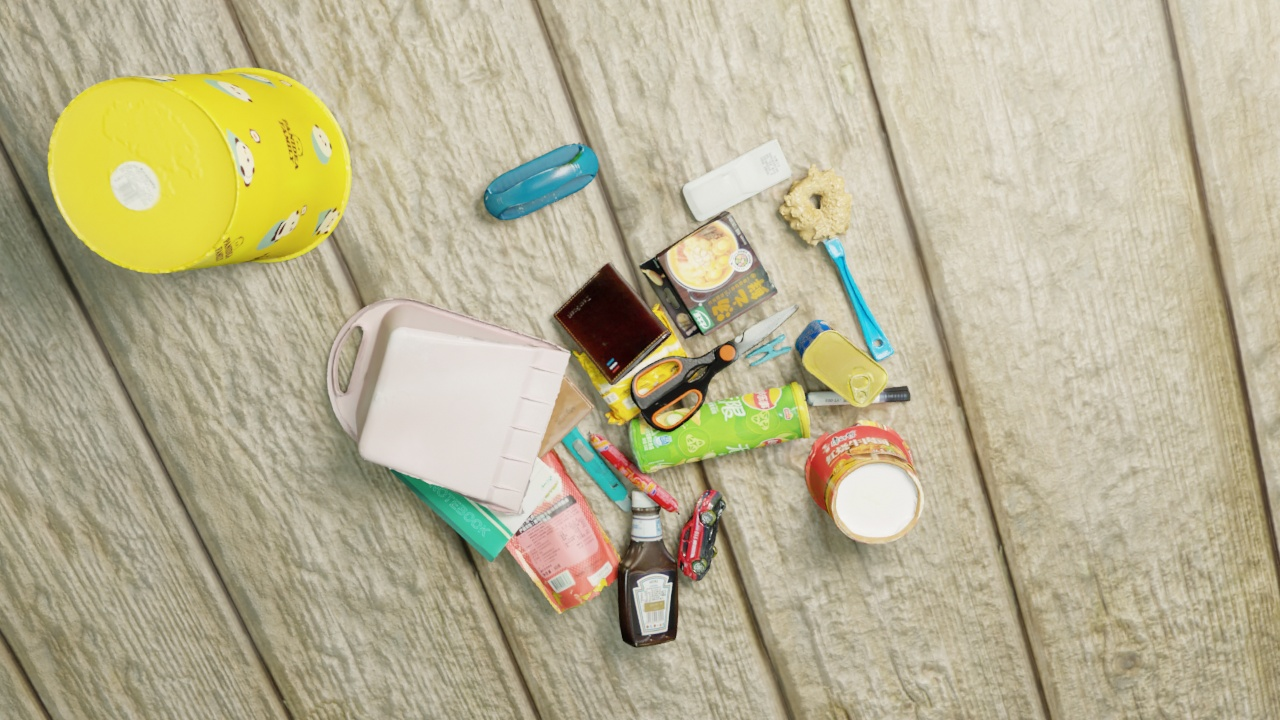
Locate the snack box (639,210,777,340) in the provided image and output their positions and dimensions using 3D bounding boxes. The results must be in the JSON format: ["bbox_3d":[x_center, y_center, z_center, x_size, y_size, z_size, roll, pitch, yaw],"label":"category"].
[{"bbox_3d":[0.081,-0.098,1.100,0.126,0.053,0.113,-32,101,4],"label":"snack box"}]

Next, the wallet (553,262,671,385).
[{"bbox_3d":[-0.035,-0.044,1.100,0.096,0.020,0.122,-41,71,3],"label":"wallet"}]

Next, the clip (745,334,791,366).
[{"bbox_3d":[0.158,-0.012,1.134,0.057,0.014,0.046,-28,104,7],"label":"clip"}]

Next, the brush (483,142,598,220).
[{"bbox_3d":[-0.116,-0.206,1.062,0.144,0.073,0.055,-23,107,7],"label":"brush"}]

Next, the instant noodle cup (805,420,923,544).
[{"bbox_3d":[0.280,0.156,1.125,0.138,0.108,0.138,0,105,1],"label":"instant noodle cup"}]

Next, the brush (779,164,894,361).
[{"bbox_3d":[0.243,-0.112,1.098,0.083,0.046,0.255,-27,106,4],"label":"brush"}]

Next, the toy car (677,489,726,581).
[{"bbox_3d":[0.077,0.222,1.176,0.045,0.052,0.121,17,109,18],"label":"toy car"}]

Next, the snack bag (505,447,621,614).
[{"bbox_3d":[-0.117,0.214,1.178,0.128,0.073,0.208,-34,93,3],"label":"snack bag"}]

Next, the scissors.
[{"bbox_3d":[0.101,0.011,1.094,0.235,0.021,0.125,-15,88,4],"label":"scissors"}]

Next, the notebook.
[{"bbox_3d":[-0.221,0.132,1.154,0.209,0.012,0.150,41,104,8],"label":"notebook"}]

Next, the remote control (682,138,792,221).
[{"bbox_3d":[0.113,-0.211,1.080,0.125,0.024,0.049,-27,102,7],"label":"remote control"}]

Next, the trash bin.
[{"bbox_3d":[-0.462,-0.201,0.980,0.229,0.255,0.230,0,104,1],"label":"trash bin"}]

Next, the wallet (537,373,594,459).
[{"bbox_3d":[-0.131,0.061,1.147,0.115,0.020,0.101,-44,83,8],"label":"wallet"}]

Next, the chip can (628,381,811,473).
[{"bbox_3d":[0.095,0.084,1.131,0.221,0.072,0.072,-13,103,5],"label":"chip can"}]

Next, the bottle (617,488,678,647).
[{"bbox_3d":[0.009,0.262,1.172,0.079,0.044,0.195,-1,90,-29],"label":"bottle"}]

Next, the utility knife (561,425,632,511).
[{"bbox_3d":[-0.061,0.130,1.177,0.029,0.013,0.171,-37,100,12],"label":"utility knife"}]

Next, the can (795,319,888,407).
[{"bbox_3d":[0.238,0.000,1.099,0.102,0.083,0.057,37,102,-8],"label":"can"}]

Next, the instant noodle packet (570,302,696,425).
[{"bbox_3d":[-0.007,0.007,1.129,0.128,0.044,0.111,-30,95,5],"label":"instant noodle packet"}]

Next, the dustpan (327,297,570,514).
[{"bbox_3d":[-0.246,0.038,1.132,0.273,0.139,0.223,18,99,-19],"label":"dustpan"}]

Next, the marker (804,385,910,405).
[{"bbox_3d":[0.270,0.044,1.144,0.131,0.018,0.023,-2,108,1],"label":"marker"}]

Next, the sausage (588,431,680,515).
[{"bbox_3d":[-0.009,0.142,1.154,0.156,0.020,0.020,40,102,12],"label":"sausage"}]
